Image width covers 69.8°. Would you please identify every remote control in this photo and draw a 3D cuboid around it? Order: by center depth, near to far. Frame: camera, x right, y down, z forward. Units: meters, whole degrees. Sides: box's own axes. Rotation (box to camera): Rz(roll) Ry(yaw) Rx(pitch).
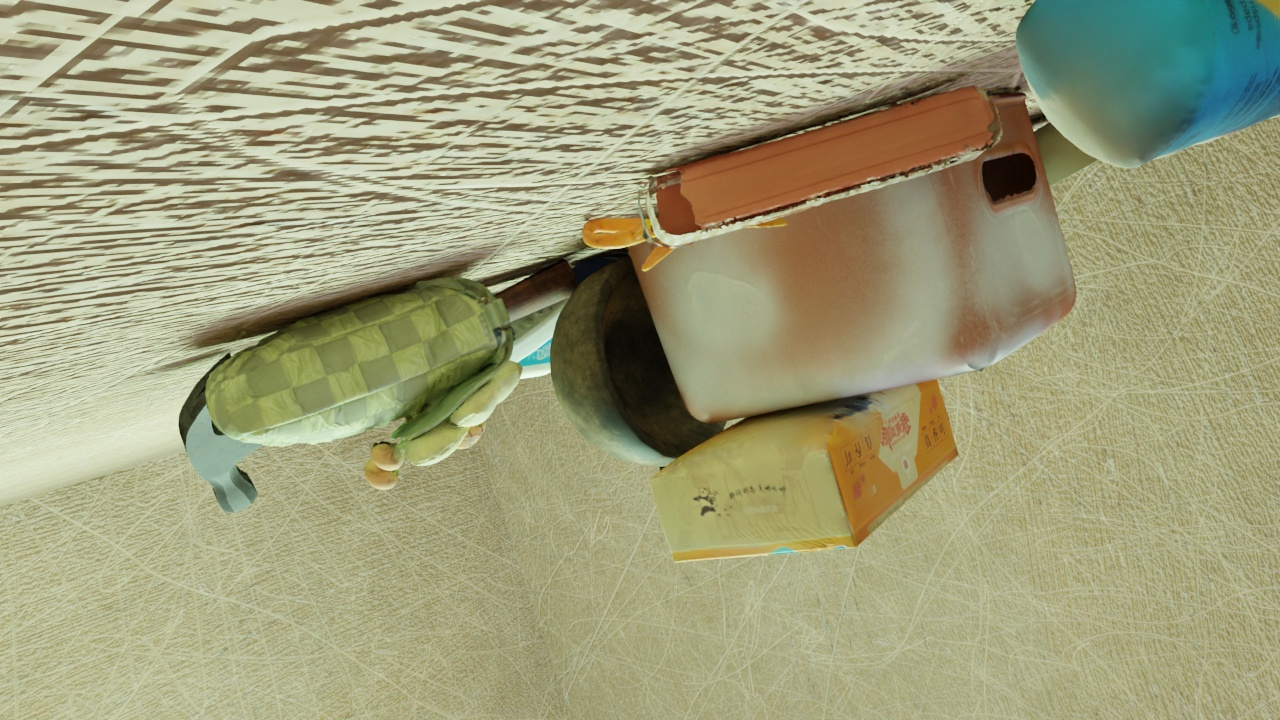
[{"bbox_3d":[-0.101,-0.030,0.739,0.114,0.028,0.060,-35,-129,-17],"label":"remote control"}]

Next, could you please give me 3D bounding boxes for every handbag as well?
[{"bbox_3d":[-0.165,0.021,0.573,0.186,0.117,0.113,-21,-177,-25],"label":"handbag"}]

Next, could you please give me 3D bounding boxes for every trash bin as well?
[{"bbox_3d":[0.143,-0.062,0.636,0.260,0.157,0.181,-17,-178,44],"label":"trash bin"}]

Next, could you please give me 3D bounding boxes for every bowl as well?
[{"bbox_3d":[-0.004,0.004,0.710,0.070,0.162,0.161,-17,-178,39],"label":"bowl"},{"bbox_3d":[0.390,-0.198,0.858,0.152,0.050,0.152,-29,179,-1],"label":"bowl"}]

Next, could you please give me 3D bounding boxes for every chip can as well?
[{"bbox_3d":[0.242,-0.128,0.373,0.229,0.080,0.080,-19,-178,-34],"label":"chip can"}]

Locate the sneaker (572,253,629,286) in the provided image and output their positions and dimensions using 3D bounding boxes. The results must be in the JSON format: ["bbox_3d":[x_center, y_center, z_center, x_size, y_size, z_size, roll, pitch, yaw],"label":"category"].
[{"bbox_3d":[0.048,-0.051,0.835,0.233,0.091,0.118,1,-177,-1],"label":"sneaker"}]

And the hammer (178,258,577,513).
[{"bbox_3d":[-0.179,-0.001,0.666,0.300,0.111,0.028,-28,-132,-19],"label":"hammer"}]

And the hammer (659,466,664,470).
[{"bbox_3d":[0.014,-0.004,0.876,0.127,0.029,0.323,-15,-143,4],"label":"hammer"}]

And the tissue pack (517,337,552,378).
[{"bbox_3d":[-0.150,-0.012,0.879,0.209,0.066,0.117,-7,-176,-6],"label":"tissue pack"}]

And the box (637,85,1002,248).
[{"bbox_3d":[0.090,-0.096,0.458,0.186,0.060,0.057,-19,-134,-7],"label":"box"}]

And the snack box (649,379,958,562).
[{"bbox_3d":[0.122,0.069,0.662,0.145,0.080,0.194,-15,-177,39],"label":"snack box"}]

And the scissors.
[{"bbox_3d":[0.026,-0.079,0.517,0.125,0.011,0.129,6,-147,32],"label":"scissors"}]
